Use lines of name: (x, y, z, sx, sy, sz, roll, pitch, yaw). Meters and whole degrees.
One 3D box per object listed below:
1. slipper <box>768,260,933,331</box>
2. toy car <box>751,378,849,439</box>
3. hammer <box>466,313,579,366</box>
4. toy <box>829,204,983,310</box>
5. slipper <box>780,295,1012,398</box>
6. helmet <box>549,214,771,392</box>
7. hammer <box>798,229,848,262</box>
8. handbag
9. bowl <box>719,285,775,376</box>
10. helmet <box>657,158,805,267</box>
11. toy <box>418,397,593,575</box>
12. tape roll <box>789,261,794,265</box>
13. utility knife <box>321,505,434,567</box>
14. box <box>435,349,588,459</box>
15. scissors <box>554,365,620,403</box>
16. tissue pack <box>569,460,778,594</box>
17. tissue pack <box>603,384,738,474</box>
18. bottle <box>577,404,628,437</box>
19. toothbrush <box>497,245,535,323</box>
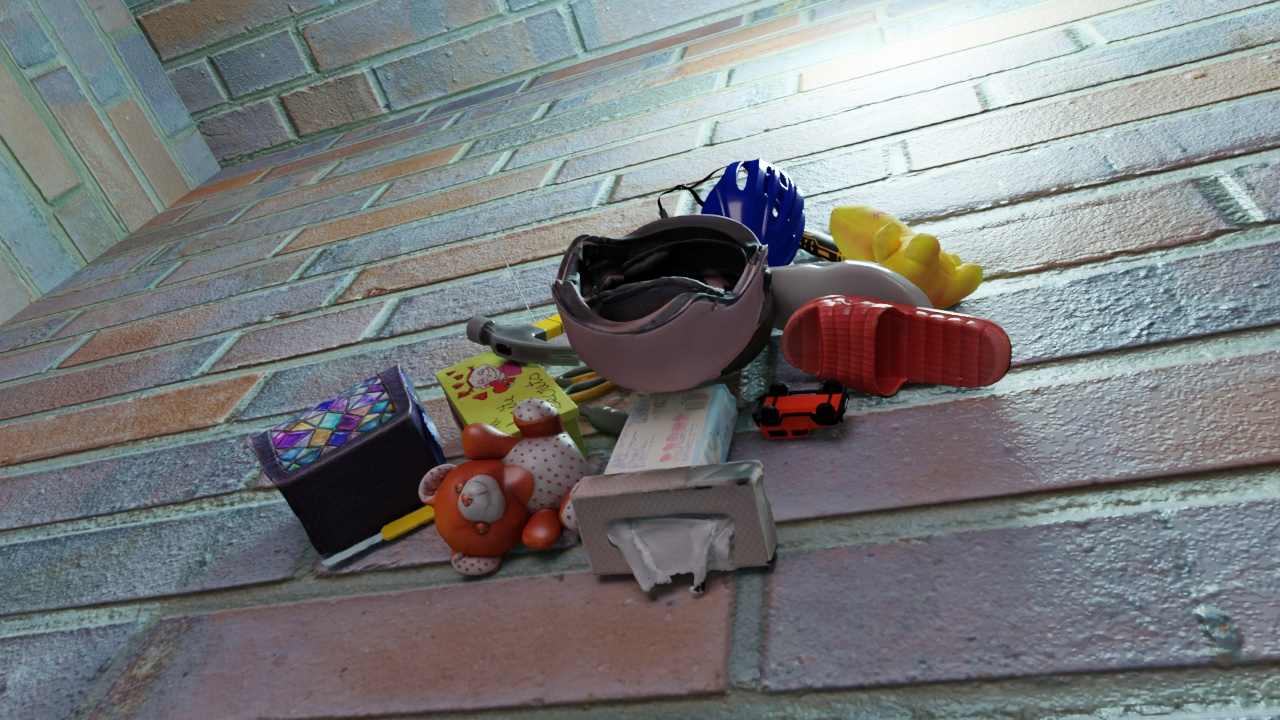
slipper: (0.250, -0.072, 1.084, 0.080, 0.113, 0.266, -25, 22, -31)
toy car: (0.169, 0.054, 0.964, 0.100, 0.049, 0.051, -4, 32, 26)
hammer: (-0.065, -0.067, 1.244, 0.170, 0.034, 0.323, 18, 32, 36)
toy: (0.321, -0.124, 1.132, 0.087, 0.134, 0.194, -63, 32, 15)
slipper: (0.255, -0.012, 0.967, 0.249, 0.103, 0.059, 6, 24, 35)
helmet: (0.032, -0.060, 1.004, 0.230, 0.153, 0.254, -1, 34, 20)
hammer: (0.224, -0.190, 1.360, 0.123, 0.036, 0.320, -27, 27, -13)
handbag: (-0.354, 0.110, 1.129, 0.204, 0.125, 0.222, -29, 29, -15)
bowl: (0.088, -0.046, 1.130, 0.162, 0.070, 0.162, -9, 48, 10)
helmet: (0.114, -0.185, 1.269, 0.228, 0.148, 0.240, -6, 41, 29)
toy: (-0.137, 0.136, 0.960, 0.172, 0.093, 0.163, -28, 71, -12)
tape roll: (0.172, -0.117, 1.286, 0.093, 0.013, 0.093, -16, 29, 9)
utility knife: (-0.263, 0.184, 1.055, 0.218, 0.019, 0.030, -23, 23, -13)
box: (-0.160, 0.064, 1.117, 0.124, 0.082, 0.221, -22, 27, -15)
scissors: (-0.006, 0.007, 1.186, 0.227, 0.016, 0.134, -19, 18, -11)
tissue pack: (0.029, 0.155, 0.841, 0.182, 0.104, 0.071, -8, 16, 18)
tissue pack: (0.032, 0.099, 0.957, 0.112, 0.070, 0.181, -7, 34, 23)
bottle: (-0.038, 0.071, 1.088, 0.030, 0.030, 0.113, -38, 33, -28)
toothbrush: (-0.160, -0.074, 1.255, 0.010, 0.181, 0.010, -24, 21, -1)
